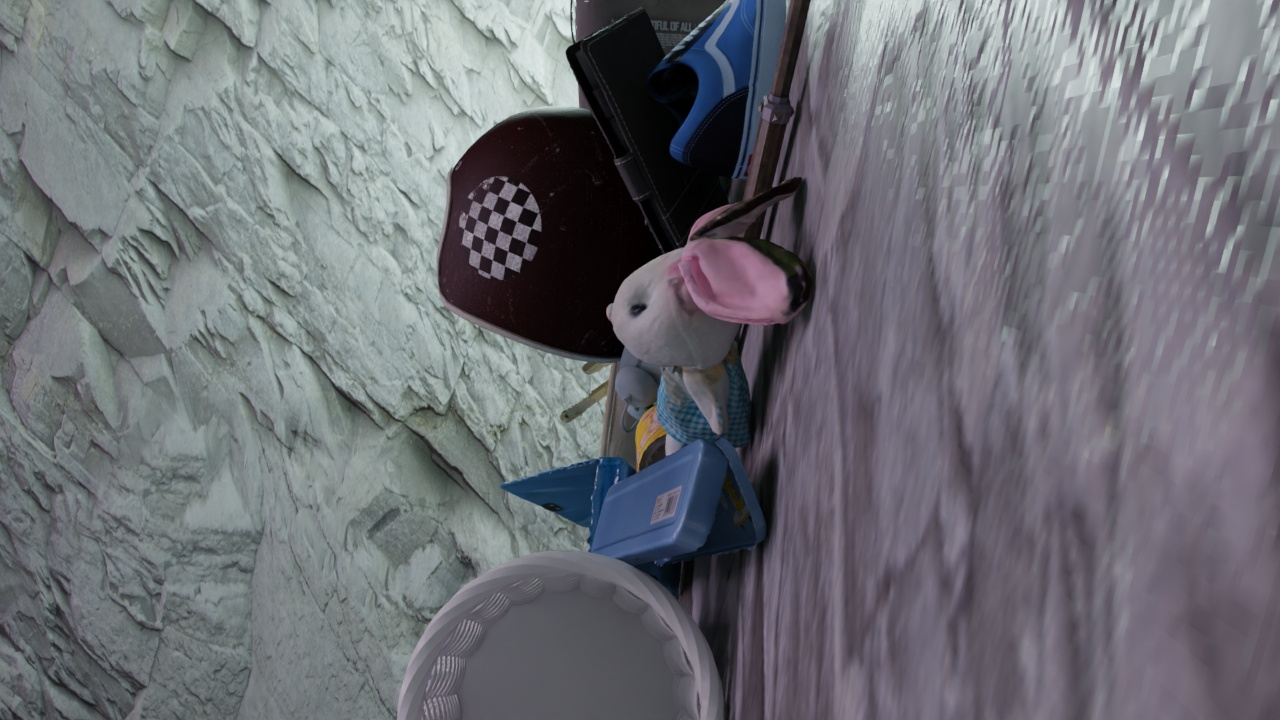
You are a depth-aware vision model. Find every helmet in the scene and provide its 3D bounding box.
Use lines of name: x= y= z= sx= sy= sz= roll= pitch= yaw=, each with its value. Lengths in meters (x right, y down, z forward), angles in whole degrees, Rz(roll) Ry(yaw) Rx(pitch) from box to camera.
helmet: x=-0.073 y=-0.106 z=0.858 sx=0.232 sy=0.234 sz=0.254 roll=2 pitch=-66 yaw=-52

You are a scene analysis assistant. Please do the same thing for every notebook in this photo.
notebook: x=0.017 y=-0.176 z=0.758 sx=0.209 sy=0.030 sz=0.169 roll=60 pitch=-150 yaw=-18

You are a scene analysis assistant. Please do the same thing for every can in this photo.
can: x=0.030 y=0.074 z=0.728 sx=0.105 sy=0.067 sz=0.068 roll=-92 pitch=10 yaw=-79

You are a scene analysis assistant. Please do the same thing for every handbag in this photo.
handbag: x=-0.006 y=0.006 z=1.011 sx=0.183 sy=0.132 sz=0.229 roll=-73 pitch=-8 yaw=-68

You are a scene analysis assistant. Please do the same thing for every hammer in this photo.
hammer: x=0.080 y=-0.117 z=0.618 sx=0.146 sy=0.028 sz=0.318 roll=-83 pitch=1 yaw=-53

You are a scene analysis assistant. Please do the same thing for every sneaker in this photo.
sneaker: x=0.059 y=-0.250 z=0.731 sx=0.084 sy=0.098 sz=0.240 roll=104 pitch=175 yaw=-58

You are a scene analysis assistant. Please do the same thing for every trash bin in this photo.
trash bin: x=0.016 y=-0.276 z=1.023 sx=0.197 sy=0.197 sz=0.220 roll=113 pitch=159 yaw=-82

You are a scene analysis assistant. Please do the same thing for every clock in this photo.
clock: x=0.023 y=-0.008 z=0.810 sx=0.159 sy=0.045 sz=0.122 roll=-61 pitch=-16 yaw=-12

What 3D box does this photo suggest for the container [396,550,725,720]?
container: x=-0.050 y=0.232 z=0.614 sx=0.187 sy=0.189 sz=0.189 roll=99 pitch=178 yaw=-72

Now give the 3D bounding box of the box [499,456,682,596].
box: x=-0.037 y=0.151 z=0.805 sx=0.231 sy=0.110 sz=0.094 roll=51 pitch=-140 yaw=-67

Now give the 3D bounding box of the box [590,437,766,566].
box: x=0.026 y=0.099 z=0.582 sx=0.210 sy=0.064 sz=0.069 roll=138 pitch=148 yaw=-67

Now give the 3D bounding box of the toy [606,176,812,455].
toy: x=0.030 y=-0.015 z=0.568 sx=0.206 sy=0.105 sz=0.130 roll=102 pitch=179 yaw=-45

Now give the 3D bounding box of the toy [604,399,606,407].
toy: x=0.004 y=0.064 z=1.234 sx=0.112 sy=0.096 sz=0.175 roll=-40 pitch=25 yaw=22
